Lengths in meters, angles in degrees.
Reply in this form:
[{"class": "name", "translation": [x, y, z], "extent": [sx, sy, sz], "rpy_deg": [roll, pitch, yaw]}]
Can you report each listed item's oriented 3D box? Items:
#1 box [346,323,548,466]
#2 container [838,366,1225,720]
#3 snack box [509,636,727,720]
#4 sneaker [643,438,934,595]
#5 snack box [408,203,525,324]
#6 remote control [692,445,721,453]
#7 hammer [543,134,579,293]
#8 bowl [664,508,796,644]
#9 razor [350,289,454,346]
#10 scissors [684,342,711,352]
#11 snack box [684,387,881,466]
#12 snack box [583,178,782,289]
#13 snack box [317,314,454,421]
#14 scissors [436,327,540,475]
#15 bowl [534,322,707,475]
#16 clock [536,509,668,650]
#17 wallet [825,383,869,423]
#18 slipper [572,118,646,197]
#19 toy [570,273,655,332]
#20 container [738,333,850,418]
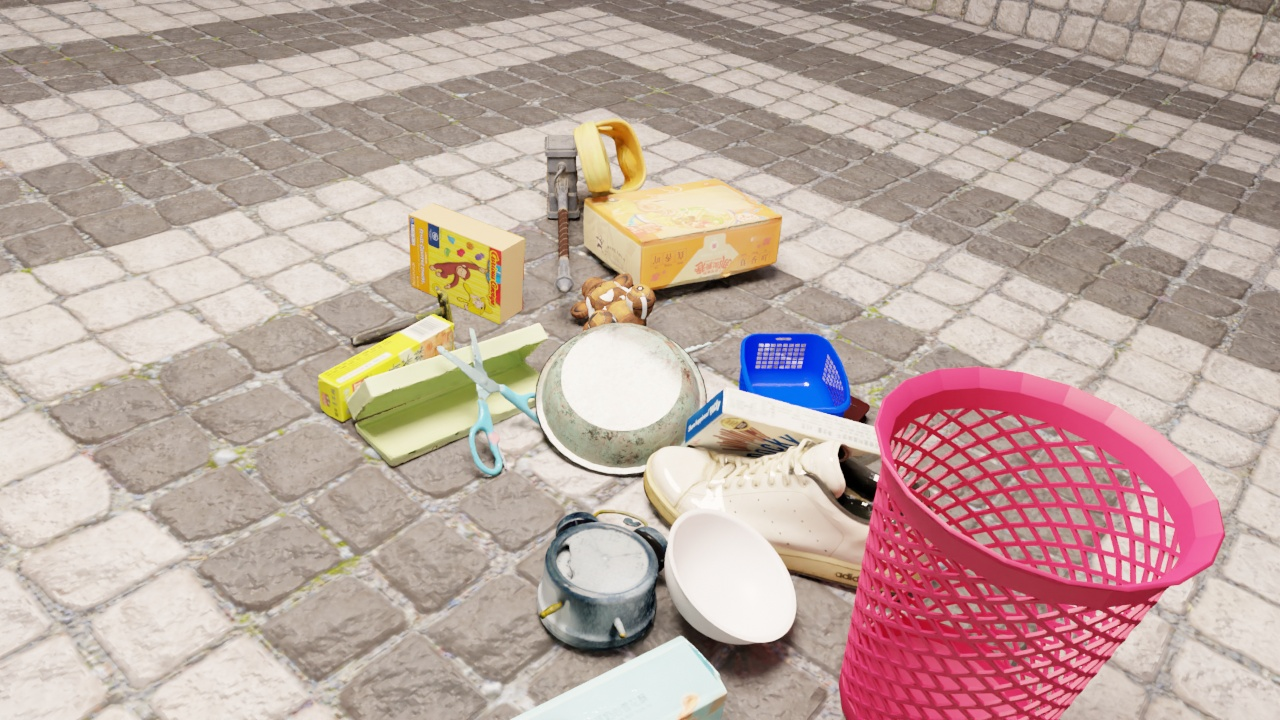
[{"class": "box", "translation": [-0.172, 0.023, 0.847], "extent": [0.187, 0.089, 0.078], "rpy_deg": [-24, 14, -36]}, {"class": "container", "translation": [0.211, 0.149, 0.571], "extent": [0.183, 0.226, 0.182], "rpy_deg": [5, 34, -3]}, {"class": "snack box", "translation": [-0.034, 0.234, 0.538], "extent": [0.174, 0.075, 0.053], "rpy_deg": [-17, 40, -31]}, {"class": "sneaker", "translation": [0.118, 0.104, 0.731], "extent": [0.242, 0.102, 0.088], "rpy_deg": [16, 35, 14]}, {"class": "snack box", "translation": [-0.190, -0.106, 0.999], "extent": [0.126, 0.088, 0.040], "rpy_deg": [23, 37, 22]}, {"class": "remote control", "translation": [0.037, 0.050, 0.873], "extent": [0.038, 0.018, 0.125], "rpy_deg": [-21, 41, -35]}, {"class": "hammer", "translation": [-0.092, -0.165, 1.091], "extent": [0.044, 0.099, 0.321], "rpy_deg": [-2, 35, -4]}, {"class": "bowl", "translation": [0.057, 0.166, 0.672], "extent": [0.110, 0.041, 0.109], "rpy_deg": [24, 36, -19]}, {"class": "razor", "translation": [-0.245, -0.037, 0.942], "extent": [0.105, 0.043, 0.026], "rpy_deg": [-21, 45, -21]}, {"class": "scissors", "translation": [0.000, 0.007, 0.918], "extent": [0.171, 0.023, 0.168], "rpy_deg": [-16, 23, -19]}, {"class": "snack box", "translation": [0.122, 0.065, 0.779], "extent": [0.150, 0.082, 0.026], "rpy_deg": [15, 64, -14]}, {"class": "snack box", "translation": [0.049, -0.149, 1.109], "extent": [0.195, 0.081, 0.145], "rpy_deg": [-14, 34, -26]}, {"class": "snack box", "translation": [-0.237, 0.004, 0.871], "extent": [0.029, 0.040, 0.147], "rpy_deg": [24, 37, 25]}, {"class": "scissors", "translation": [-0.123, 0.034, 0.818], "extent": [0.125, 0.136, 0.015], "rpy_deg": [1, -15, -46]}, {"class": "bowl", "translation": [-0.017, 0.024, 0.826], "extent": [0.157, 0.039, 0.157], "rpy_deg": [1, 59, -2]}, {"class": "clock", "translation": [-0.027, 0.155, 0.679], "extent": [0.090, 0.052, 0.129], "rpy_deg": [11, 30, 7]}, {"class": "wallet", "translation": [0.157, 0.057, 0.887], "extent": [0.091, 0.018, 0.115], "rpy_deg": [28, 41, 27]}, {"class": "slipper", "translation": [-0.036, -0.258, 1.162], "extent": [0.078, 0.099, 0.263], "rpy_deg": [-15, 9, 4]}, {"class": "toy", "translation": [-0.031, -0.058, 0.975], "extent": [0.087, 0.067, 0.112], "rpy_deg": [-34, 42, -6]}, {"class": "container", "translation": [0.140, 0.030, 0.860], "extent": [0.096, 0.058, 0.114], "rpy_deg": [0, 39, -4]}]
